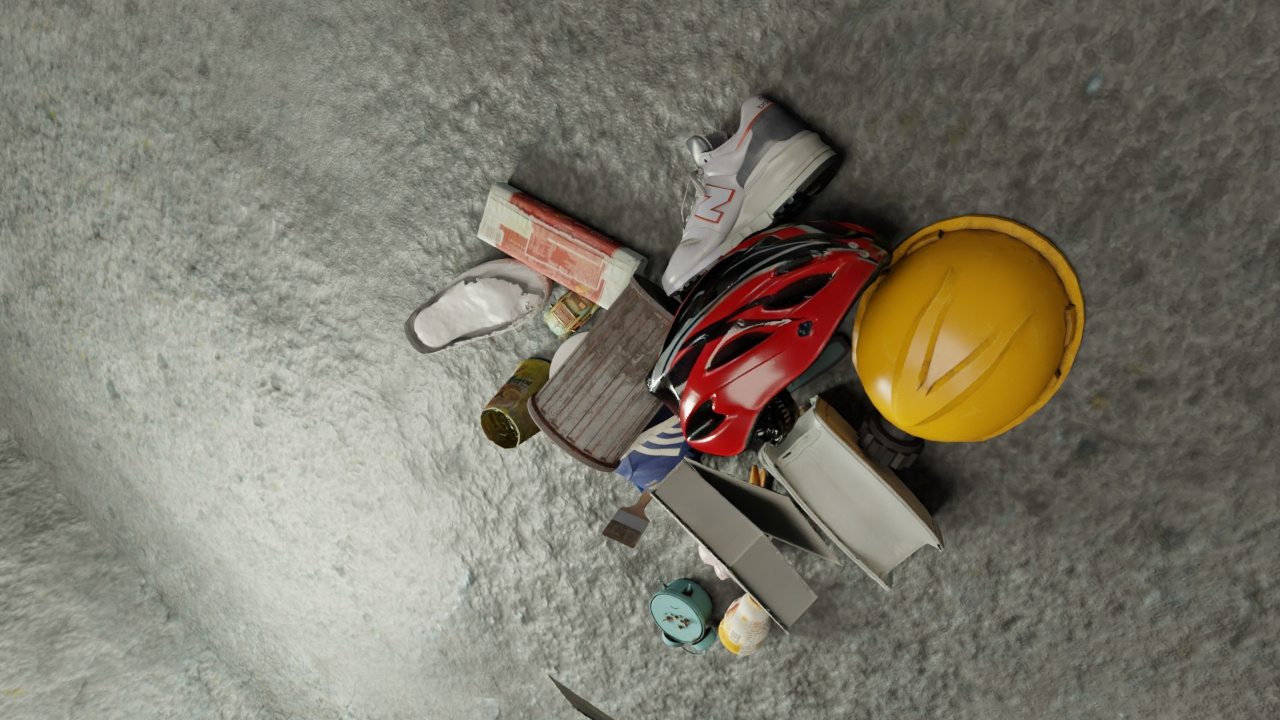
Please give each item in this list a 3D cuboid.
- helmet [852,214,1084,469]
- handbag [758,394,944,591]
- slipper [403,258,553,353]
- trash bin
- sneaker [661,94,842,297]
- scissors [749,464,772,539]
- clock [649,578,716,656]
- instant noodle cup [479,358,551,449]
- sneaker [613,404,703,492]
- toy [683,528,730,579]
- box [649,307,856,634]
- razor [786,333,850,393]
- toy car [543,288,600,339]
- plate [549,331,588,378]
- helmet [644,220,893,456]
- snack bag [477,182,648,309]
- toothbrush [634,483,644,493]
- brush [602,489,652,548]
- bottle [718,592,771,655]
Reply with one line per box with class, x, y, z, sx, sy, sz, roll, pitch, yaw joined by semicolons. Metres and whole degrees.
helmet;0.286;-0.001;0.866;0.205;0.131;0.256;34;131;16
handbag;0.225;0.139;0.994;0.198;0.141;0.096;46;104;5
slipper;-0.212;-0.072;1.228;0.247;0.074;0.112;-20;118;35
trash bin;-0.026;0.021;1.052;0.131;0.130;0.211;41;102;8
sneaker;0.086;-0.175;0.945;0.240;0.088;0.124;-37;83;36
scissors;0.149;0.183;1.164;0.070;0.013;0.130;26;131;21
clock;0.065;0.371;1.317;0.090;0.053;0.124;-2;116;38
instant noodle cup;-0.161;0.065;1.253;0.102;0.108;0.102;18;128;25
sneaker;0.064;0.094;1.122;0.234;0.091;0.118;-38;111;27
toy;0.096;0.234;1.214;0.064;0.047;0.110;-36;86;46
box;0.197;0.097;1.107;0.172;0.403;0.169;19;157;46
razor;0.173;0.013;1.021;0.143;0.052;0.047;-37;95;35
toy car;-0.090;-0.063;1.162;0.047;0.047;0.112;50;131;2
plate;-0.059;0.030;1.177;0.135;0.011;0.134;4;102;21
helmet;0.127;-0.029;0.892;0.167;0.217;0.272;42;106;5
snack bag;-0.097;-0.138;1.119;0.225;0.041;0.078;29;115;17
toothbrush;-0.038;0.116;1.260;0.014;0.014;0.168;-30;99;33
brush;0.001;0.185;1.185;0.045;0.142;0.008;20;129;15
bottle;0.147;0.347;1.234;0.063;0.063;0.109;32;131;17
